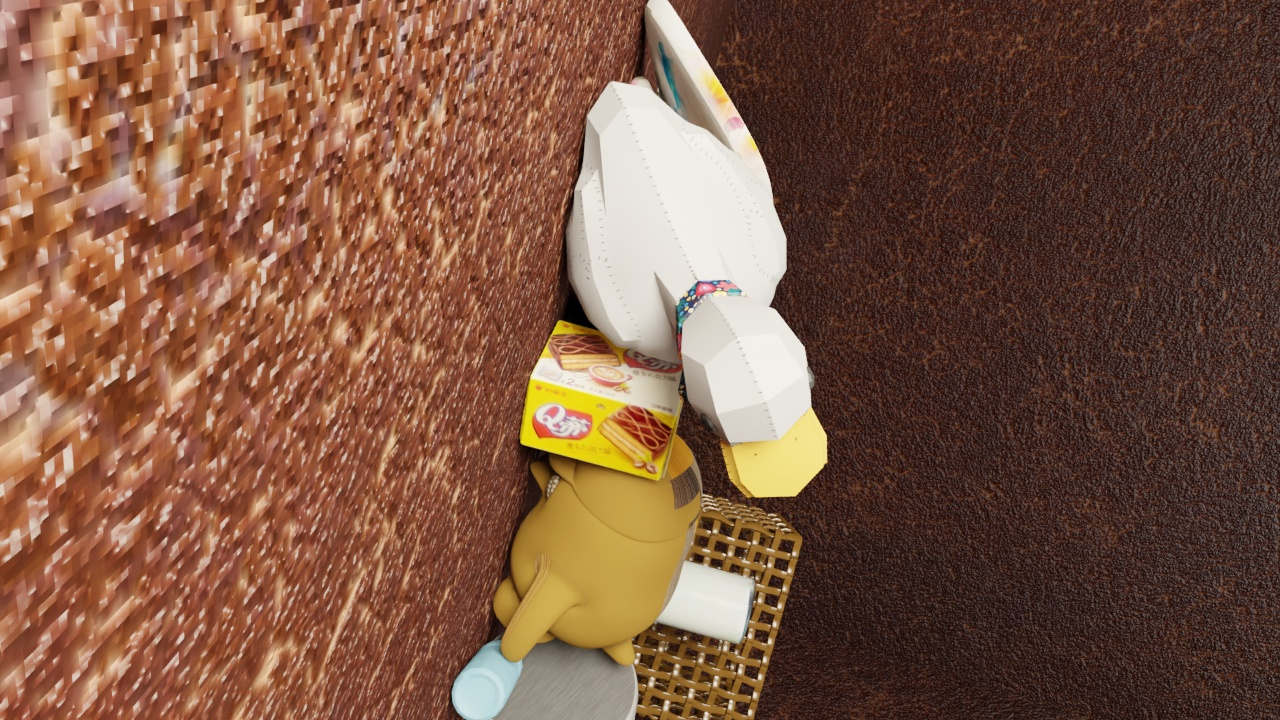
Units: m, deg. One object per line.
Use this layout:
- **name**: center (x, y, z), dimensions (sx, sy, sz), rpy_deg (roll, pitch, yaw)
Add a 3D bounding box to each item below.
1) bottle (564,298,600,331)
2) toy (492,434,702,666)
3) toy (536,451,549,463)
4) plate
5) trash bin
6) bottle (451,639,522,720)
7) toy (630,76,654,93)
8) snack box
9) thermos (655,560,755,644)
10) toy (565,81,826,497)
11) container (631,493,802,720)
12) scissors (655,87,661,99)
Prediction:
- **bottle**: center (-0.020, -0.009, 0.795), dimensions (0.181, 0.059, 0.059), rpy_deg (57, 48, -76)
- **toy**: center (-0.030, 0.133, 0.736), dimensions (0.198, 0.162, 0.204), rpy_deg (-34, 157, -51)
- **toy**: center (-0.057, 0.053, 0.780), dimensions (0.041, 0.055, 0.102), rpy_deg (-17, 127, -40)
- **plate**: center (0.051, -0.173, 0.710), dimensions (0.187, 0.016, 0.187), rpy_deg (62, 0, 18)
- **trash bin**: center (-0.084, 0.343, 0.842), dimensions (0.156, 0.156, 0.184), rpy_deg (-73, 175, -51)
- **bottle**: center (-0.117, 0.247, 0.722), dimensions (0.130, 0.040, 0.040), rpy_deg (93, 12, -84)
- **toy**: center (0.018, -0.121, 0.773), dimensions (0.159, 0.084, 0.194), rpy_deg (86, -5, -82)
- **snack box**: center (-0.023, 0.028, 0.656), dimensions (0.083, 0.106, 0.061), rpy_deg (-72, 177, -57)
- **thermos**: center (-0.006, 0.218, 0.905), dimensions (0.068, 0.230, 0.068), rpy_deg (20, 86, -87)
- **toy**: center (0.029, -0.056, 0.575), dimensions (0.267, 0.141, 0.247), rpy_deg (-113, 179, -69)
- **container**: center (0.050, 0.297, 1.153), dimensions (0.219, 0.214, 0.251), rpy_deg (56, 50, -88)
- **scissors**: center (0.007, -0.219, 1.006), dimensions (0.146, 0.015, 0.188), rpy_deg (-68, 173, -68)
